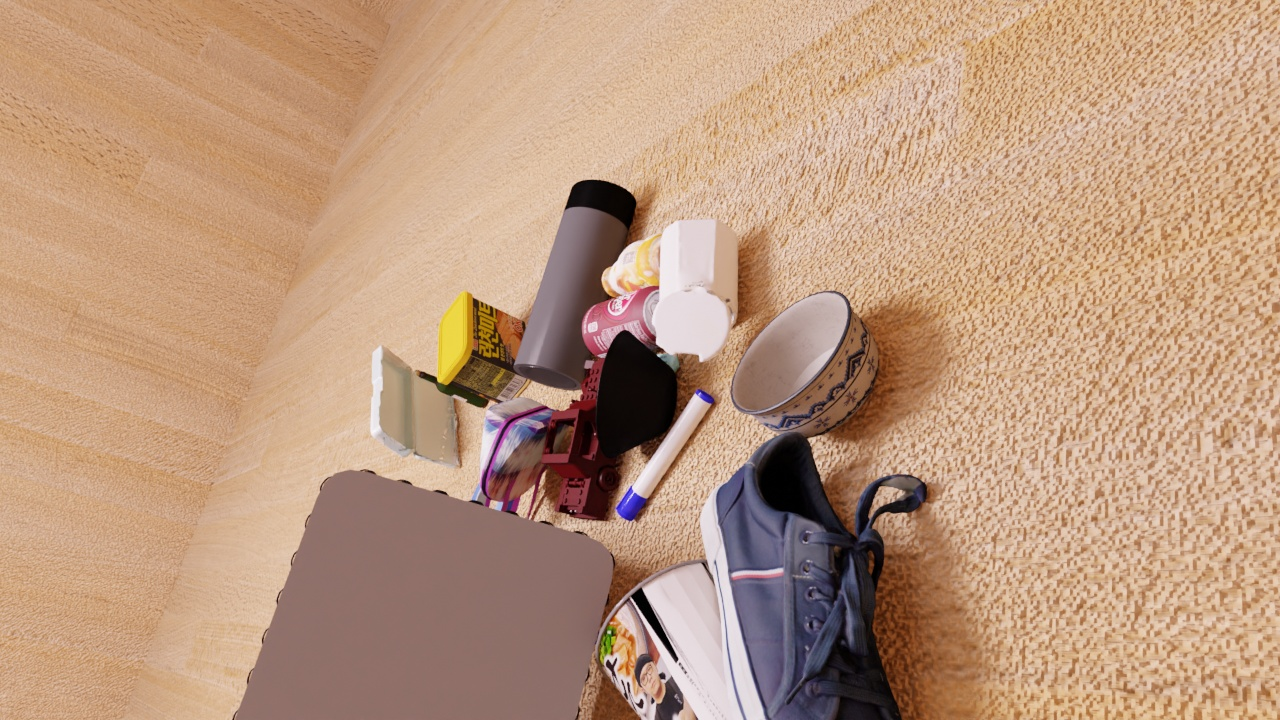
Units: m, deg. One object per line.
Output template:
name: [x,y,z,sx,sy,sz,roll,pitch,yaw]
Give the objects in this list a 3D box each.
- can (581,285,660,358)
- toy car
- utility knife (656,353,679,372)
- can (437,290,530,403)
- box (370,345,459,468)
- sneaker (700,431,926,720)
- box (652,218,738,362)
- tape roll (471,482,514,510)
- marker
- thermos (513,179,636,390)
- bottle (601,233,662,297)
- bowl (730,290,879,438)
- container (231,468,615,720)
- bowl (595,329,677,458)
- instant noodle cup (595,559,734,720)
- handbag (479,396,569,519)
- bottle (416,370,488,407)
can: [-0.008,-0.038,0.958,0.114,0.063,0.063,-13,57,54]
toy car: [-0.055,0.074,0.940,0.070,0.061,0.169,-9,65,55]
utility knife: [-0.006,0.006,0.975,0.169,0.015,0.022,-4,64,60]
can: [-0.205,-0.014,1.212,0.073,0.101,0.130,-46,34,28]
box: [-0.323,0.069,1.299,0.043,0.136,0.197,-45,34,19]
sneaker: [0.123,0.152,0.571,0.294,0.120,0.127,-103,35,-52]
box: [0.052,-0.061,0.857,0.092,0.081,0.160,84,-173,-59]
tape roll: [-0.179,0.172,1.115,0.091,0.016,0.093,13,79,60]
marker: [0.022,0.089,0.858,0.142,0.020,0.020,-57,31,13]
thermos: [-0.075,-0.091,1.084,0.082,0.082,0.240,-10,60,55]
bottle: [0.002,-0.096,0.985,0.109,0.063,0.063,-15,55,52]
bowl: [0.130,0.010,0.694,0.116,0.059,0.115,-42,22,21]
container: [-0.169,0.234,0.744,0.244,0.245,0.247,129,158,-71]
bowl: [0.004,0.035,0.871,0.052,0.124,0.123,7,68,17]
instant noodle cup: [0.050,0.224,0.628,0.124,0.123,0.121,-57,40,13]
handbag: [-0.136,0.133,1.002,0.068,0.144,0.170,19,104,20]
bottle: [-0.257,0.036,1.251,0.025,0.106,0.025,-37,39,38]
